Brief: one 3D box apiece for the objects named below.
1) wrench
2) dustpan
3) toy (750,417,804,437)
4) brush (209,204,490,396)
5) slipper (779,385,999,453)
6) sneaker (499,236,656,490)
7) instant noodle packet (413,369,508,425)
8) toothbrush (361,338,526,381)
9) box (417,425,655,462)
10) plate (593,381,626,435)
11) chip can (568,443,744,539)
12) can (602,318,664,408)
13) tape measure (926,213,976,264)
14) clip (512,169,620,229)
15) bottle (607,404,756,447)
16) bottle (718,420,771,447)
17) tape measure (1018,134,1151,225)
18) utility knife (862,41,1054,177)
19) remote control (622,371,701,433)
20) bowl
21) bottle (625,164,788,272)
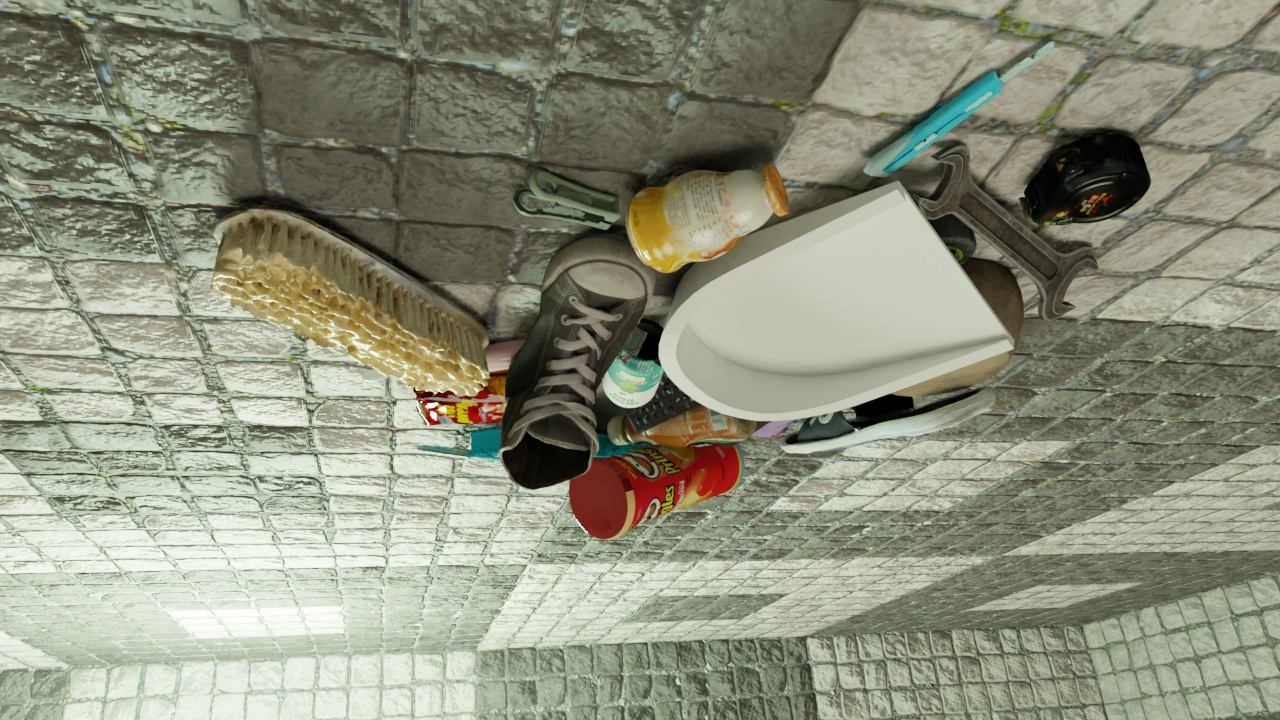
[{"bbox_3d":[0.293,-0.095,0.722,0.273,0.010,0.070,21,109,-41],"label":"wrench"},{"bbox_3d":[0.136,-0.022,0.750,0.258,0.053,0.191,-15,135,41],"label":"dustpan"},{"bbox_3d":[0.141,0.064,1.041,0.080,0.036,0.100,6,154,-10],"label":"toy"},{"bbox_3d":[-0.218,-0.038,0.733,0.083,0.056,0.271,-16,153,24],"label":"brush"},{"bbox_3d":[0.250,0.050,0.969,0.111,0.063,0.264,-19,-179,-31],"label":"slipper"},{"bbox_3d":[-0.055,0.005,0.755,0.095,0.119,0.235,19,136,-22],"label":"sneaker"},{"bbox_3d":[-0.161,0.039,0.933,0.135,0.039,0.099,-1,162,-10],"label":"instant noodle packet"},{"bbox_3d":[-0.157,0.000,0.863,0.223,0.027,0.026,-8,165,9],"label":"toothbrush"},{"bbox_3d":[-0.117,0.109,1.060,0.182,0.039,0.226,-9,165,35],"label":"box"},{"bbox_3d":[0.002,0.048,1.009,0.178,0.012,0.179,-4,155,-2],"label":"plate"},{"bbox_3d":[0.024,0.133,1.028,0.087,0.087,0.212,-28,168,40],"label":"chip can"},{"bbox_3d":[-0.005,0.005,0.866,0.055,0.054,0.102,0,155,-10],"label":"can"},{"bbox_3d":[0.233,-0.088,0.732,0.066,0.035,0.058,-13,153,19],"label":"tape measure"},{"bbox_3d":[-0.051,-0.112,0.648,0.075,0.023,0.037,9,151,-31],"label":"clip"},{"bbox_3d":[0.039,0.064,0.967,0.167,0.059,0.059,-12,156,34],"label":"bottle"},{"bbox_3d":[0.145,0.030,0.953,0.045,0.045,0.185,16,139,-37],"label":"bottle"},{"bbox_3d":[0.322,-0.129,0.657,0.072,0.042,0.072,2,150,-4],"label":"tape measure"},{"bbox_3d":[0.203,-0.163,0.596,0.022,0.015,0.141,10,149,-36],"label":"utility knife"},{"bbox_3d":[0.050,0.023,0.916,0.150,0.047,0.022,-26,-175,23],"label":"remote control"},{"bbox_3d":[0.269,-0.022,0.840,0.162,0.070,0.162,-4,155,-2],"label":"bowl"},{"bbox_3d":[0.046,-0.102,0.637,0.109,0.063,0.063,-17,153,24],"label":"bottle"}]
